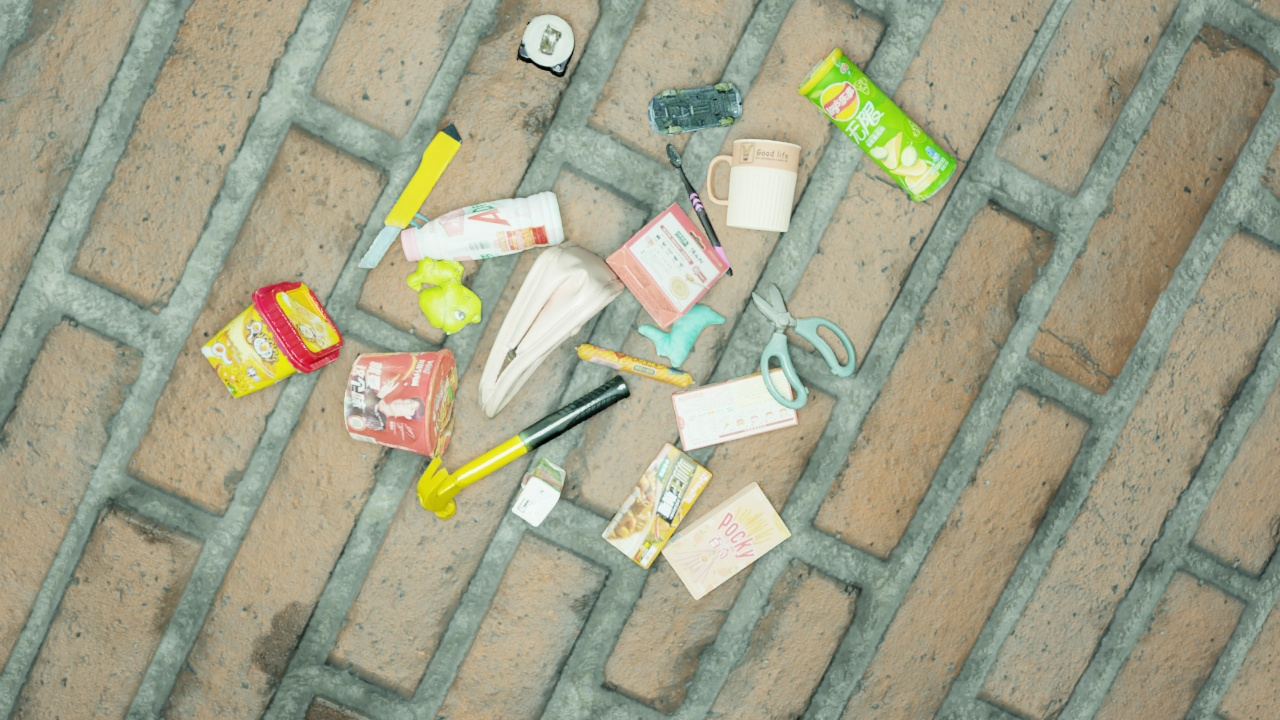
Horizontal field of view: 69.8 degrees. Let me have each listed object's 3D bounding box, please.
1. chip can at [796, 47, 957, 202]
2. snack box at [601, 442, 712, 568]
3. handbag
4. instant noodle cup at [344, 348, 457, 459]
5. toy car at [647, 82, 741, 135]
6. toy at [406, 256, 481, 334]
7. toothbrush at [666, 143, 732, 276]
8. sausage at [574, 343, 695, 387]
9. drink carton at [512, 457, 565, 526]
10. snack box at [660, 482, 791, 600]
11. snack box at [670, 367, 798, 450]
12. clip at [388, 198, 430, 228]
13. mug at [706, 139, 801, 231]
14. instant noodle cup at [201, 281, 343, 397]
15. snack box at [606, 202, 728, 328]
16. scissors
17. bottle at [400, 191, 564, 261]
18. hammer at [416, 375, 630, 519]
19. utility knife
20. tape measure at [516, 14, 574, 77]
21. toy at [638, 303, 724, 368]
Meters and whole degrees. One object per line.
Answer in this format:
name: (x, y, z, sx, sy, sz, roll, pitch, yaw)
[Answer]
chip can: (0.301, -0.295, 1.160, 0.221, 0.072, 0.072, 41, 92, -7)
snack box: (0.022, 0.191, 1.210, 0.075, 0.026, 0.154, 35, 92, 7)
handbag: (-0.124, -0.029, 1.113, 0.093, 0.193, 0.234, 37, 101, 0)
instant noodle cup: (-0.296, 0.049, 1.135, 0.108, 0.138, 0.138, 6, 96, 2)
toy car: (0.069, -0.318, 1.162, 0.120, 0.037, 0.054, -12, 96, -12)
toy: (-0.250, -0.083, 1.170, 0.096, 0.031, 0.100, 4, 91, -4)
toothbrush: (0.078, -0.193, 1.185, 0.014, 0.018, 0.189, -27, 98, -2)
sausage: (-0.007, 0.007, 1.199, 0.165, 0.021, 0.021, 16, 95, -6)
drink carton: (-0.128, 0.163, 1.159, 0.045, 0.122, 0.053, 34, 95, -5)
snack box: (0.114, 0.241, 1.230, 0.157, 0.026, 0.084, -35, 97, 1)
snack box: (0.124, 0.064, 1.210, 0.156, 0.027, 0.077, -13, 96, -2)
clip: (-0.291, -0.183, 1.165, 0.057, 0.014, 0.047, 31, 92, -7)
mug: (0.139, -0.221, 1.160, 0.115, 0.081, 0.106, 9, 98, 22)
instant noodle cup: (-0.455, -0.021, 1.130, 0.124, 0.116, 0.116, -30, 98, 11)
snack box: (0.035, -0.121, 1.158, 0.113, 0.044, 0.126, 50, 48, -7)
scissors: (0.216, -0.028, 1.202, 0.171, 0.019, 0.177, -10, 81, -15)
bottle: (-0.196, -0.161, 1.145, 0.197, 0.068, 0.068, -11, 97, -3)
hammer: (-0.148, 0.105, 1.172, 0.300, 0.129, 0.033, -30, 66, -9)
utility knife: (-0.288, -0.204, 1.149, 0.033, 0.015, 0.216, 33, 84, -6)
tape measure: (-0.115, -0.395, 1.143, 0.065, 0.033, 0.066, 20, 95, -7)
toy: (0.049, -0.038, 1.195, 0.096, 0.030, 0.092, 27, 92, 0)
